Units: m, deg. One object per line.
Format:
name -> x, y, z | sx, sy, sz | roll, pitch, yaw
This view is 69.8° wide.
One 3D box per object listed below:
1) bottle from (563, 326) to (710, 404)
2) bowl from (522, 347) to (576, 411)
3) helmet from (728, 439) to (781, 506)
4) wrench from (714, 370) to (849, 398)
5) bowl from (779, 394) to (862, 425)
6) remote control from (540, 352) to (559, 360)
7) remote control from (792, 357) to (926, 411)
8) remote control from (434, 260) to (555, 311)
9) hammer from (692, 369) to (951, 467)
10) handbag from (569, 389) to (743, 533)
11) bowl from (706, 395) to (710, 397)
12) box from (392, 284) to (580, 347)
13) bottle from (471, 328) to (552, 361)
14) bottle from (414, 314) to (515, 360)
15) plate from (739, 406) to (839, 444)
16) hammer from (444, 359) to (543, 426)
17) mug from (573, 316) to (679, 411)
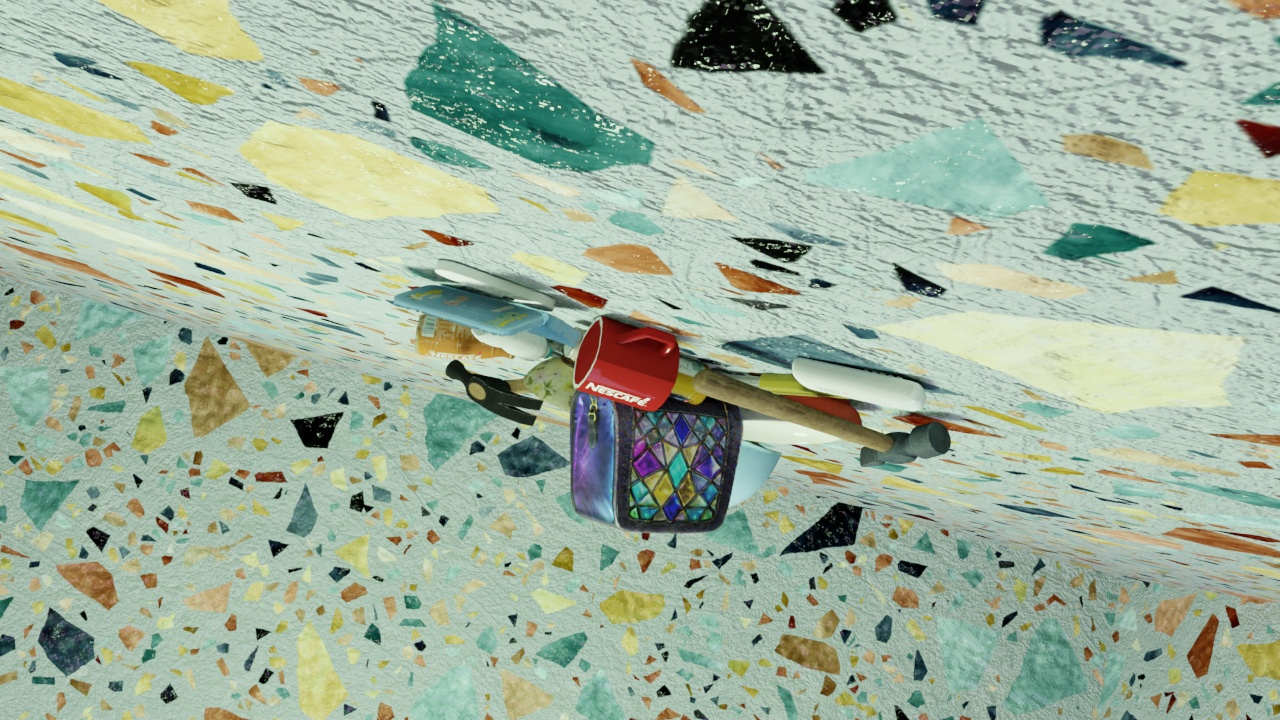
bottle -> -0.003, 0.005, 1.131 | 0.186, 0.053, 0.053 | 18, 171, -22
bowl -> -0.085, 0.024, 1.284 | 0.145, 0.063, 0.145 | 20, -168, -5
helmet -> 0.107, 0.160, 1.528 | 0.225, 0.166, 0.266 | 20, 176, -30
wrench -> 0.170, 0.030, 1.115 | 0.083, 0.018, 0.274 | 21, 169, -34
bowl -> 0.226, 0.062, 1.169 | 0.122, 0.035, 0.122 | 15, 171, 2
remote control -> -0.150, -0.012, 1.399 | 0.033, 0.012, 0.131 | 9, 170, 22
remote control -> 0.229, 0.025, 0.965 | 0.139, 0.025, 0.060 | 13, 171, 26
remote control -> -0.155, -0.079, 0.988 | 0.136, 0.013, 0.043 | 19, 170, -26
hammer -> 0.197, 0.067, 1.059 | 0.321, 0.040, 0.130 | 19, 155, -26
handbag -> 0.017, 0.110, 1.210 | 0.204, 0.222, 0.126 | 7, 177, -32
bowl -> 0.086, 0.059, 1.392 | 0.119, 0.032, 0.119 | 15, 171, 2
box -> -0.174, -0.056, 1.035 | 0.210, 0.039, 0.126 | 16, -174, 39
bottle -> -0.165, -0.029, 1.216 | 0.044, 0.044, 0.136 | 9, 169, 35
bottle -> -0.234, -0.027, 1.307 | 0.167, 0.059, 0.059 | 7, 172, -7
plate -> 0.198, 0.089, 1.323 | 0.182, 0.034, 0.182 | 5, 166, 1
hammer -> -0.139, 0.038, 1.358 | 0.132, 0.040, 0.304 | 32, -163, 26
mug -> -0.010, -0.004, 1.037 | 0.096, 0.080, 0.117 | 18, 142, -18
